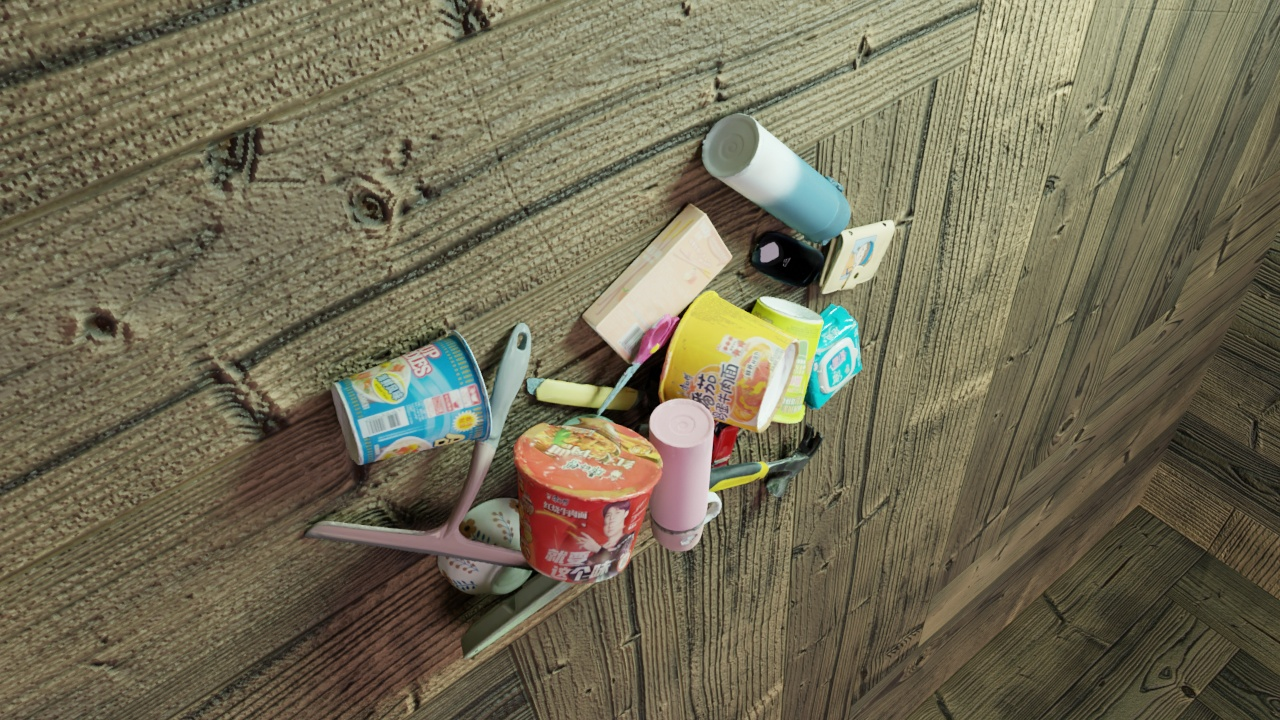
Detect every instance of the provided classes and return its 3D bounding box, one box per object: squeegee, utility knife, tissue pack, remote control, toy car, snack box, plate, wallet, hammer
[{"bbox_3d":[-0.150,0.083,0.859,0.247,0.040,0.250,17,101,-31],"label":"squeegee"},{"bbox_3d":[-0.055,0.036,0.958,0.166,0.018,0.031,8,112,-50],"label":"utility knife"},{"bbox_3d":[0.243,-0.001,1.200,0.093,0.050,0.133,-41,143,-12],"label":"tissue pack"},{"bbox_3d":[0.175,-0.112,1.054,0.136,0.024,0.053,11,114,-49],"label":"remote control"},{"bbox_3d":[0.087,0.113,1.151,0.052,0.045,0.121,-11,132,-38],"label":"toy car"},{"bbox_3d":[0.019,-0.075,0.926,0.157,0.026,0.084,-47,144,-2],"label":"snack box"},{"bbox_3d":[-0.104,0.251,1.016,0.230,0.027,0.230,-35,170,-7],"label":"plate"},{"bbox_3d":[0.264,-0.126,1.132,0.114,0.024,0.087,-19,132,-43],"label":"wallet"},{"bbox_3d":[0.147,0.142,1.192,0.322,0.032,0.126,1,130,-57],"label":"hammer"}]

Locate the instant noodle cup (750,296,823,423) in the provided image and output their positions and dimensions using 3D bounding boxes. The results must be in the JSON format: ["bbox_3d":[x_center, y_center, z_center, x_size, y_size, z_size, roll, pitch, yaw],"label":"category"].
[{"bbox_3d":[0.156,-0.005,1.070,0.111,0.112,0.123,-1,115,-45],"label":"instant noodle cup"}]

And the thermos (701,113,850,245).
[{"bbox_3d":[0.147,-0.179,0.935,0.220,0.070,0.070,17,109,-52],"label":"thermos"}]

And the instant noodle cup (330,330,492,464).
[{"bbox_3d":[-0.192,0.037,0.763,0.109,0.099,0.099,-18,134,-25],"label":"instant noodle cup"}]

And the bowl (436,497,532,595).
[{"bbox_3d":[-0.153,0.208,0.977,0.113,0.062,0.114,-25,136,-27],"label":"bowl"}]

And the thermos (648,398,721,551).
[{"bbox_3d":[0.051,0.127,0.986,0.087,0.067,0.199,-20,138,-16],"label":"thermos"}]

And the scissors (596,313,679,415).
[{"bbox_3d":[-0.005,0.005,0.940,0.133,0.017,0.056,-53,160,14],"label":"scissors"}]

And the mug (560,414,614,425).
[{"bbox_3d":[-0.066,0.118,0.979,0.112,0.082,0.106,-9,137,1],"label":"mug"}]

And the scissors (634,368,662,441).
[{"bbox_3d":[0.026,0.092,1.061,0.229,0.022,0.190,5,92,-76],"label":"scissors"}]

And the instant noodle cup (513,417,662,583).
[{"bbox_3d":[-0.054,0.134,0.858,0.137,0.138,0.109,-13,123,-39],"label":"instant noodle cup"}]

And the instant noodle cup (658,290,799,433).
[{"bbox_3d":[0.099,0.008,0.977,0.137,0.110,0.138,-52,156,-35],"label":"instant noodle cup"}]
